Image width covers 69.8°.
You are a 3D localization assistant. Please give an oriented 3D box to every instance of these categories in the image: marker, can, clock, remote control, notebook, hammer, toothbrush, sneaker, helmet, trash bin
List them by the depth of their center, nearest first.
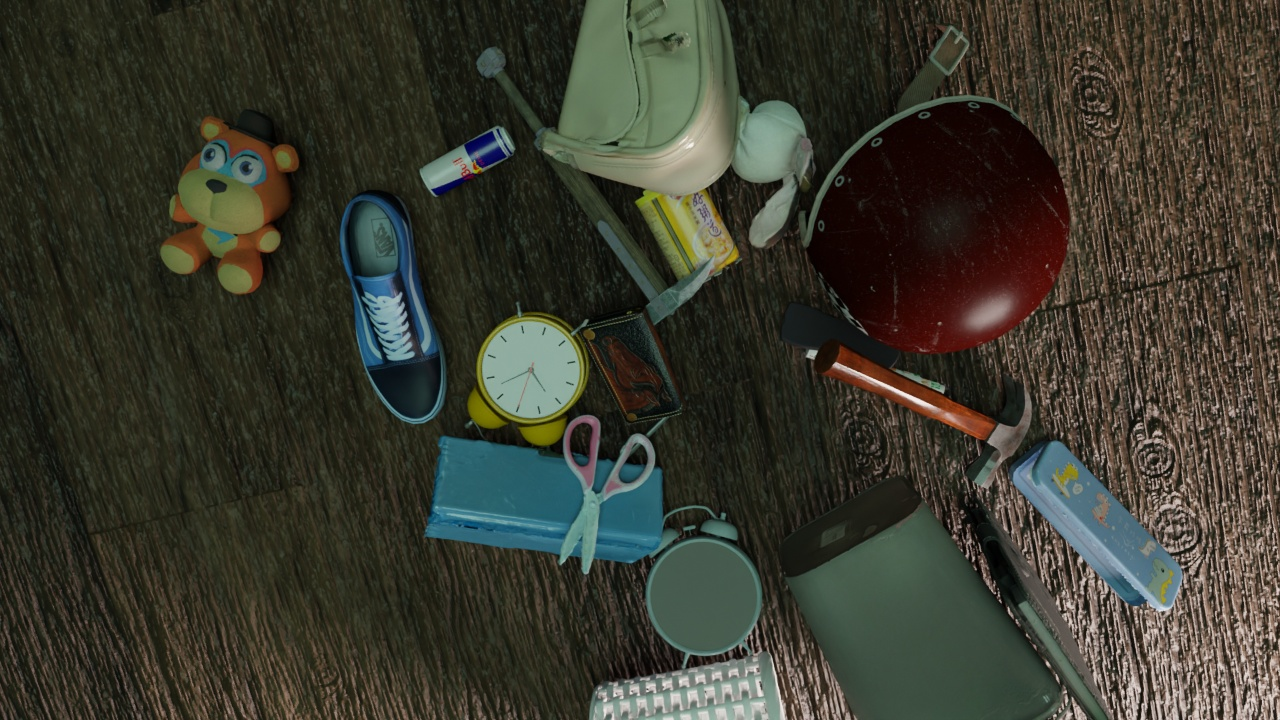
[{"bbox_3d":[0.262,-0.133,0.829,0.233,0.253,0.234,-29,113,7],"label":"helmet"},{"bbox_3d":[0.271,0.038,0.864,0.300,0.028,0.111,21,105,-35],"label":"hammer"},{"bbox_3d":[0.375,0.229,0.882,0.029,0.208,0.169,-35,98,14],"label":"notebook"},{"bbox_3d":[-0.058,-0.176,0.896,0.147,0.028,0.317,-36,90,42],"label":"hammer"},{"bbox_3d":[0.047,-0.130,0.901,0.068,0.067,0.105,-28,98,6],"label":"can"},{"bbox_3d":[0.260,0.254,0.906,0.197,0.197,0.220,-32,91,8],"label":"trash bin"},{"bbox_3d":[-0.254,-0.047,0.910,0.083,0.098,0.241,-8,99,3],"label":"sneaker"},{"bbox_3d":[-0.172,-0.199,0.914,0.095,0.032,0.032,-27,98,6],"label":"can"},{"bbox_3d":[0.204,-0.023,0.936,0.124,0.009,0.046,17,71,-1],"label":"remote control"},{"bbox_3d":[-0.116,0.022,0.942,0.113,0.052,0.152,19,96,-2],"label":"clock"},{"bbox_3d":[0.242,0.010,0.945,0.145,0.017,0.017,17,100,-1],"label":"marker"},{"bbox_3d":[0.063,0.232,0.961,0.122,0.045,0.159,-12,80,2],"label":"clock"},{"bbox_3d":[-0.010,0.094,0.970,0.013,0.013,0.167,43,99,-13],"label":"toothbrush"}]

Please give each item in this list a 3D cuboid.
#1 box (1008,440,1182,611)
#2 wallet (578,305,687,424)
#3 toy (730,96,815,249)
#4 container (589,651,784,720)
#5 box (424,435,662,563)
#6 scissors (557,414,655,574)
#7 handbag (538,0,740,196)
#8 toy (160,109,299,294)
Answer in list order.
[{"bbox_3d":[0.476,0.172,0.943,0.069,0.064,0.210,-44,96,5],"label":"box"},{"bbox_3d":[-0.006,0.005,0.924,0.072,0.019,0.123,-12,119,26],"label":"wallet"},{"bbox_3d":[0.097,-0.220,0.887,0.205,0.131,0.105,44,54,14],"label":"toy"},{"bbox_3d":[0.060,0.409,0.934,0.187,0.189,0.189,-12,99,5],"label":"container"},{"bbox_3d":[-0.101,0.155,0.946,0.231,0.094,0.110,9,143,-13],"label":"box"},{"bbox_3d":[-0.030,0.137,0.904,0.108,0.178,0.016,13,142,-13],"label":"scissors"},{"bbox_3d":[-0.008,-0.273,0.805,0.184,0.132,0.228,5,75,26],"label":"handbag"},{"bbox_3d":[-0.401,-0.159,0.905,0.112,0.096,0.176,18,89,-1],"label":"toy"}]
